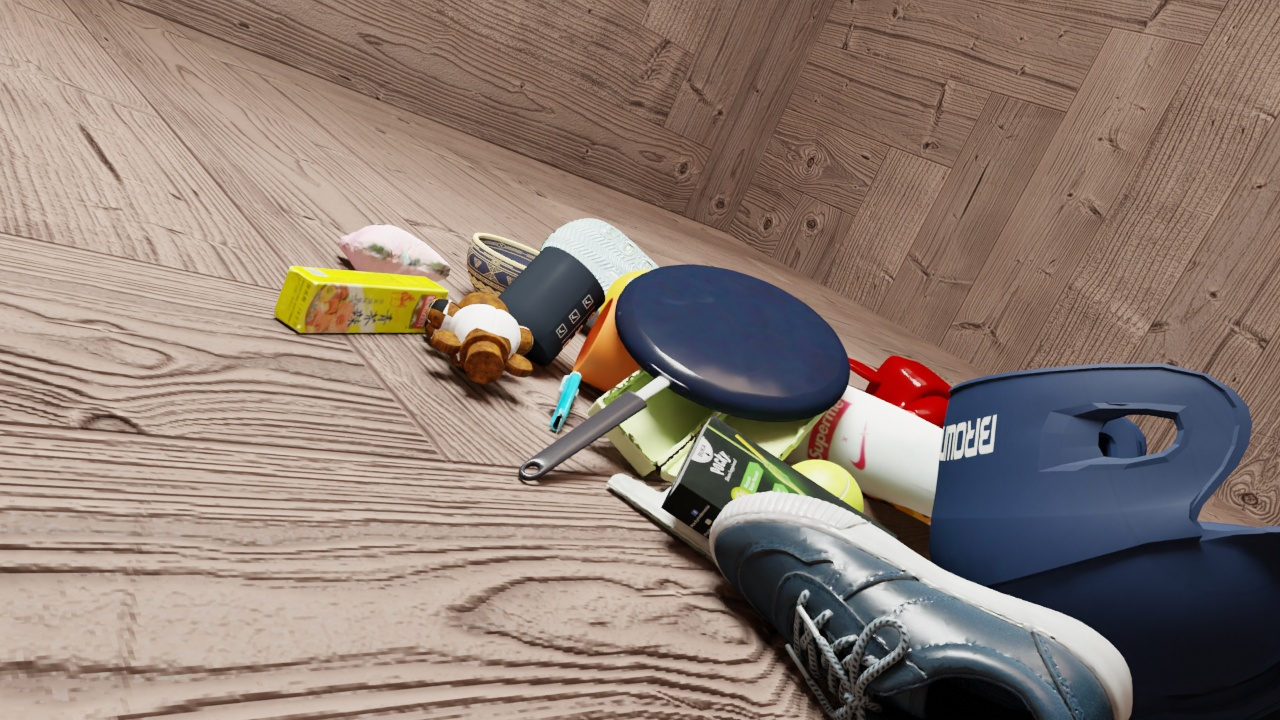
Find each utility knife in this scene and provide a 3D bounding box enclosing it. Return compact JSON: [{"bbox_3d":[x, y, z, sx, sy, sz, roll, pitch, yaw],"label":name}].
[{"bbox_3d":[-0.059,0.035,0.707,0.015,0.022,0.123,23,16,-5],"label":"utility knife"}]

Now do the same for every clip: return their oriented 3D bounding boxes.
[{"bbox_3d":[0.030,0.102,0.606,0.102,0.040,0.054,33,35,28],"label":"clip"}]

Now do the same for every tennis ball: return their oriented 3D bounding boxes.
[{"bbox_3d":[0.127,0.104,0.660,0.065,0.065,0.065,23,13,-6],"label":"tennis ball"}]

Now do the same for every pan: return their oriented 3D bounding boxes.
[{"bbox_3d":[0.031,0.005,0.690,0.199,0.021,0.355,34,38,21],"label":"pan"}]

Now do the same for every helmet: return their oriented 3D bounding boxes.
[{"bbox_3d":[0.320,0.124,0.561,0.273,0.223,0.232,-2,-9,16],"label":"helmet"}]

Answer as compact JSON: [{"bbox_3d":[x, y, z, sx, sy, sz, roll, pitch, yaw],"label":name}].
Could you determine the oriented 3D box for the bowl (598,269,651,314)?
[{"bbox_3d":[0.010,-0.021,0.879,0.117,0.118,0.067,25,49,0],"label":"bowl"}]

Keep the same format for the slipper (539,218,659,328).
[{"bbox_3d":[-0.013,-0.059,1.001,0.245,0.074,0.103,38,60,14],"label":"slipper"}]

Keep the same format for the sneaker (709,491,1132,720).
[{"bbox_3d":[0.121,0.144,0.463,0.236,0.089,0.087,18,35,37],"label":"sneaker"}]

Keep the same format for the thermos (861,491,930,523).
[{"bbox_3d":[0.210,0.074,0.908,0.091,0.076,0.233,17,15,-41],"label":"thermos"}]

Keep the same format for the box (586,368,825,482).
[{"bbox_3d":[0.061,0.037,0.712,0.141,0.047,0.187,29,37,19],"label":"box"}]

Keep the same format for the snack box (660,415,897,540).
[{"bbox_3d":[0.092,0.104,0.586,0.147,0.025,0.080,33,34,1],"label":"snack box"}]

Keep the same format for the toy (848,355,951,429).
[{"bbox_3d":[0.319,0.070,1.030,0.158,0.121,0.197,9,30,-43],"label":"toy"}]

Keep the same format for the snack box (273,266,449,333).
[{"bbox_3d":[-0.207,-0.044,0.697,0.029,0.040,0.147,30,14,22],"label":"snack box"}]

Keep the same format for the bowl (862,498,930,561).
[{"bbox_3d":[0.204,0.148,0.704,0.118,0.030,0.117,23,12,-6],"label":"bowl"}]

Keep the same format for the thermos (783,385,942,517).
[{"bbox_3d":[0.177,0.061,0.785,0.221,0.099,0.099,23,9,41],"label":"thermos"}]

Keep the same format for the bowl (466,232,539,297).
[{"bbox_3d":[-0.126,-0.077,0.924,0.112,0.061,0.112,23,13,-6],"label":"bowl"}]

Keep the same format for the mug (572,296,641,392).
[{"bbox_3d":[-0.005,0.005,0.813,0.096,0.077,0.113,28,-22,-9],"label":"mug"}]

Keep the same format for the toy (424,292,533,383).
[{"bbox_3d":[-0.123,-0.016,0.704,0.087,0.067,0.112,20,23,-20],"label":"toy"}]

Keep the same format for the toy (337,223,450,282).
[{"bbox_3d":[-0.236,-0.098,0.839,0.096,0.053,0.099,19,4,37],"label":"toy"}]

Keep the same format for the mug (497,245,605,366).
[{"bbox_3d":[-0.086,-0.043,0.809,0.071,0.077,0.105,41,-19,-3],"label":"mug"}]
